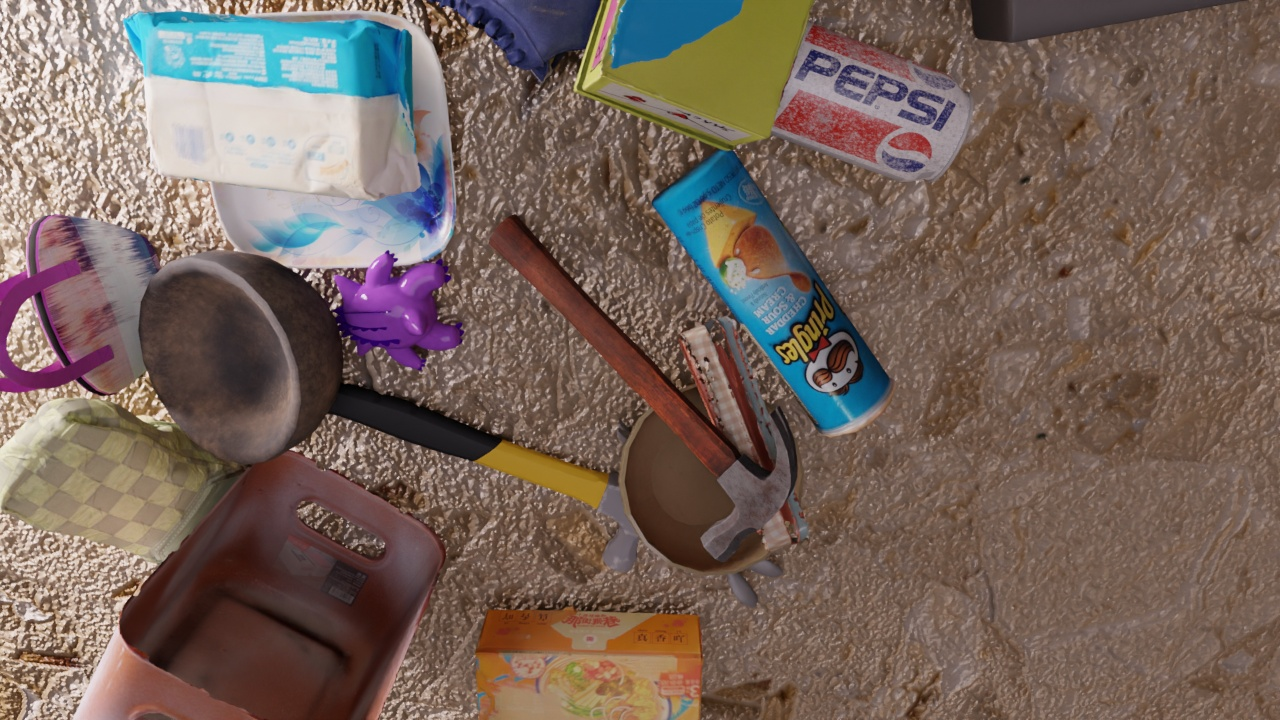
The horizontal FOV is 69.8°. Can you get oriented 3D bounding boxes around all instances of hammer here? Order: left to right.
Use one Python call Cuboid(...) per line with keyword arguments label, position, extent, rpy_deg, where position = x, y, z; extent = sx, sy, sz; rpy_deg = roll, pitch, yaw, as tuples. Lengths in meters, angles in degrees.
Cuboid(label="hammer", position=(-0.136, 0.074, 0.775), extent=(0.323, 0.029, 0.127), rpy_deg=(20, 110, -5))
Cuboid(label="hammer", position=(-0.004, 0.004, 0.686), extent=(0.300, 0.028, 0.111), rpy_deg=(46, 113, 8))

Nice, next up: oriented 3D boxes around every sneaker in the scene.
Cuboid(label="sneaker", position=(-0.123, -0.242, 0.624), extent=(0.233, 0.091, 0.118), rpy_deg=(-13, 113, -2))

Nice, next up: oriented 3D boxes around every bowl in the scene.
Cuboid(label="bowl", position=(-0.297, -0.008, 0.702), extent=(0.162, 0.070, 0.162), rpy_deg=(9, 111, 23))
Cuboid(label="bowl", position=(0.053, 0.095, 0.746), extent=(0.152, 0.050, 0.152), rpy_deg=(1, 84, -14))

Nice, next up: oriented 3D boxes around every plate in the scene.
Cuboid(label="plate", position=(-0.234, -0.162, 0.690), extent=(0.187, 0.016, 0.187), rpy_deg=(-1, 111, 2))

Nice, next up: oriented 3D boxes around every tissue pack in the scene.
Cuboid(label="tissue pack", position=(-0.254, -0.177, 0.633), extent=(0.209, 0.066, 0.117), rpy_deg=(6, 111, 9))

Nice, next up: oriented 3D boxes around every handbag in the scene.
Cuboid(label="handbag", position=(-0.417, -0.029, 0.665), extent=(0.068, 0.169, 0.145), rpy_deg=(-8, 111, 4))
Cuboid(label="handbag", position=(-0.411, 0.083, 0.724), extent=(0.113, 0.117, 0.186), rpy_deg=(-52, 146, -7))

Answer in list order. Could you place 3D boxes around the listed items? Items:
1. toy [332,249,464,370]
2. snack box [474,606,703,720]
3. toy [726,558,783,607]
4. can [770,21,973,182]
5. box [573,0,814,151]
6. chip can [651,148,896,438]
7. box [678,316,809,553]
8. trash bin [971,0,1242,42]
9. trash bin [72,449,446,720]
Cuboid(label="toy", position=(-0.194, -0.035, 0.717), extent=(0.088, 0.055, 0.106), rpy_deg=(1, 121, 15))
Cuboid(label="snack box", position=(-0.044, 0.298, 0.829), extent=(0.195, 0.080, 0.145), rpy_deg=(1, 112, 1))
Cuboid(label="toy", position=(0.072, 0.170, 0.804), extent=(0.111, 0.030, 0.049), rpy_deg=(39, 92, -7))
Cuboid(label="can", position=(0.153, -0.178, 0.641), extent=(0.136, 0.078, 0.078), rpy_deg=(18, 110, -6))
Cuboid(label="box", position=(0.051, -0.259, 0.579), extent=(0.124, 0.082, 0.221), rpy_deg=(14, 93, -16))
Cuboid(label="chip can", position=(0.103, -0.049, 0.693), extent=(0.080, 0.079, 0.229), rpy_deg=(-34, 105, 13))
Cuboid(label="box", position=(0.074, 0.060, 0.705), extent=(0.060, 0.057, 0.187), rpy_deg=(-22, 90, 37))
Cuboid(label="trash bin", position=(0.329, -0.315, 0.576), extent=(0.220, 0.097, 0.192), rpy_deg=(-9, 111, 6))
Cuboid(label="trash bin", position=(-0.288, 0.220, 0.711), extent=(0.181, 0.259, 0.158), rpy_deg=(32, 110, -11))
